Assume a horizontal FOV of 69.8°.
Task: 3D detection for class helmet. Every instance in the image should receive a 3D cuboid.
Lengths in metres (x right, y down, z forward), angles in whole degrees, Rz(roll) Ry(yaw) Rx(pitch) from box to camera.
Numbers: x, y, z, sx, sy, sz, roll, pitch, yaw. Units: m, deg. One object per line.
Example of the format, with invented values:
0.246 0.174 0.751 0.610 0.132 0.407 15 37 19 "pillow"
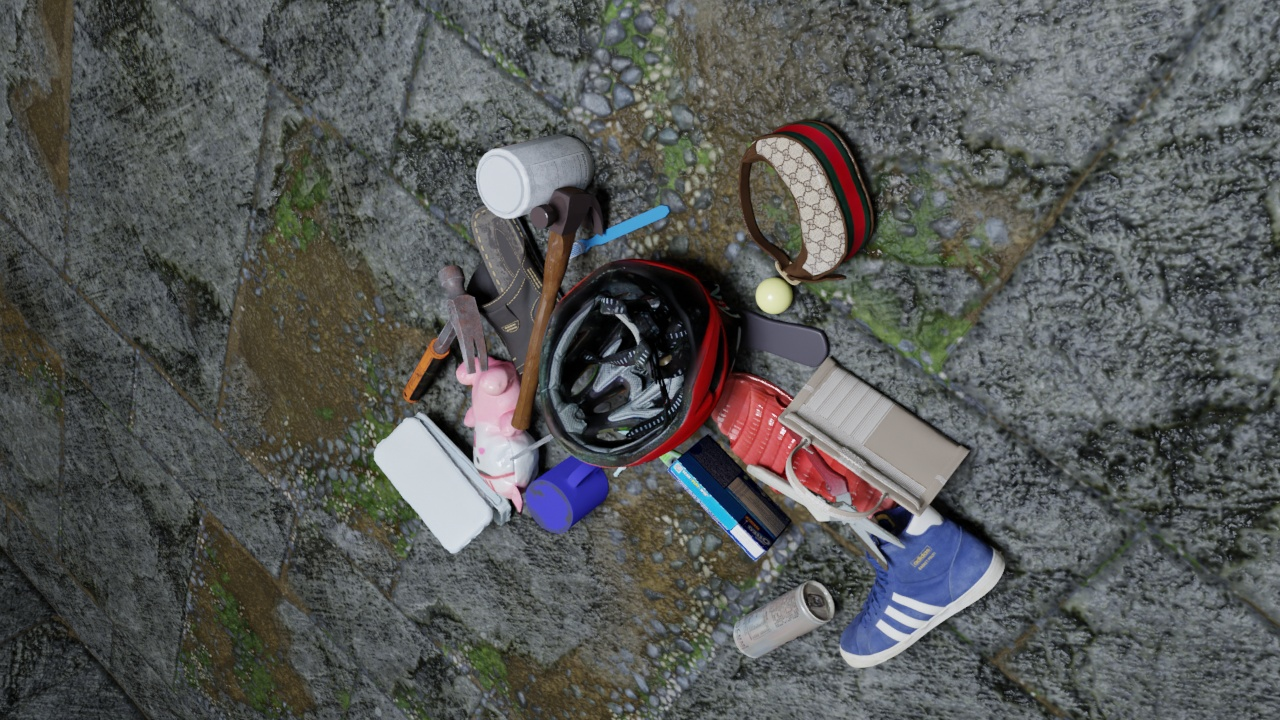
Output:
-0.006 0.006 1.056 0.273 0.166 0.217 -42 69 32 "helmet"

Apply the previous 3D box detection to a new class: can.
-0.120 -0.215 1.061 0.078 0.135 0.078 14 117 30 "can"
0.176 0.324 1.142 0.054 0.054 0.136 51 129 5 "can"

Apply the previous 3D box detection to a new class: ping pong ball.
0.146 -0.071 1.000 0.040 0.040 0.040 14 117 30 "ping pong ball"

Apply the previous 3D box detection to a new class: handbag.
0.164 -0.157 0.948 0.139 0.063 0.166 -10 108 54 "handbag"
0.215 0.097 0.923 0.176 0.197 0.062 36 126 17 "handbag"

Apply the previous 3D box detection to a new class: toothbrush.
-0.032 -0.154 1.105 0.167 0.014 0.016 -17 99 38 "toothbrush"
-0.099 0.091 1.151 0.010 0.181 0.010 28 127 29 "toothbrush"

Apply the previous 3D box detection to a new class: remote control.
0.153 -0.026 1.034 0.124 0.009 0.046 17 119 28 "remote control"

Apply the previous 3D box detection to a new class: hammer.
-0.115 -0.056 1.114 0.033 0.115 0.324 29 120 23 "hammer"
-0.280 0.002 1.277 0.315 0.034 0.137 -43 64 55 "hammer"

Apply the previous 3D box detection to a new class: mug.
-0.092 0.171 1.243 0.079 0.083 0.111 46 128 10 "mug"

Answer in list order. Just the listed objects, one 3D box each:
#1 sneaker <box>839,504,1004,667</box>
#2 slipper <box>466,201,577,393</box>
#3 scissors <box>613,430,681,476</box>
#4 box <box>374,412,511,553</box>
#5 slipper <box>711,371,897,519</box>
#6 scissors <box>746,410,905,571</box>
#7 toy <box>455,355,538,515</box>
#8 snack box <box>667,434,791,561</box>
0.265 0.242 1.009 0.118 0.091 0.234 40 127 -6 "sneaker"
-0.162 -0.076 1.190 0.113 0.075 0.268 -13 102 38 "slipper"
0.009 0.099 1.191 0.171 0.023 0.168 21 126 24 "scissors"
-0.304 0.187 1.357 0.215 0.124 0.107 42 152 13 "box"
0.175 0.106 1.046 0.249 0.059 0.104 33 125 17 "slipper"
0.191 0.137 0.982 0.180 0.015 0.187 -10 91 44 "scissors"
-0.194 0.101 1.280 0.142 0.084 0.213 15 116 58 "toy"
0.108 0.163 1.102 0.150 0.082 0.027 46 127 11 "snack box"
